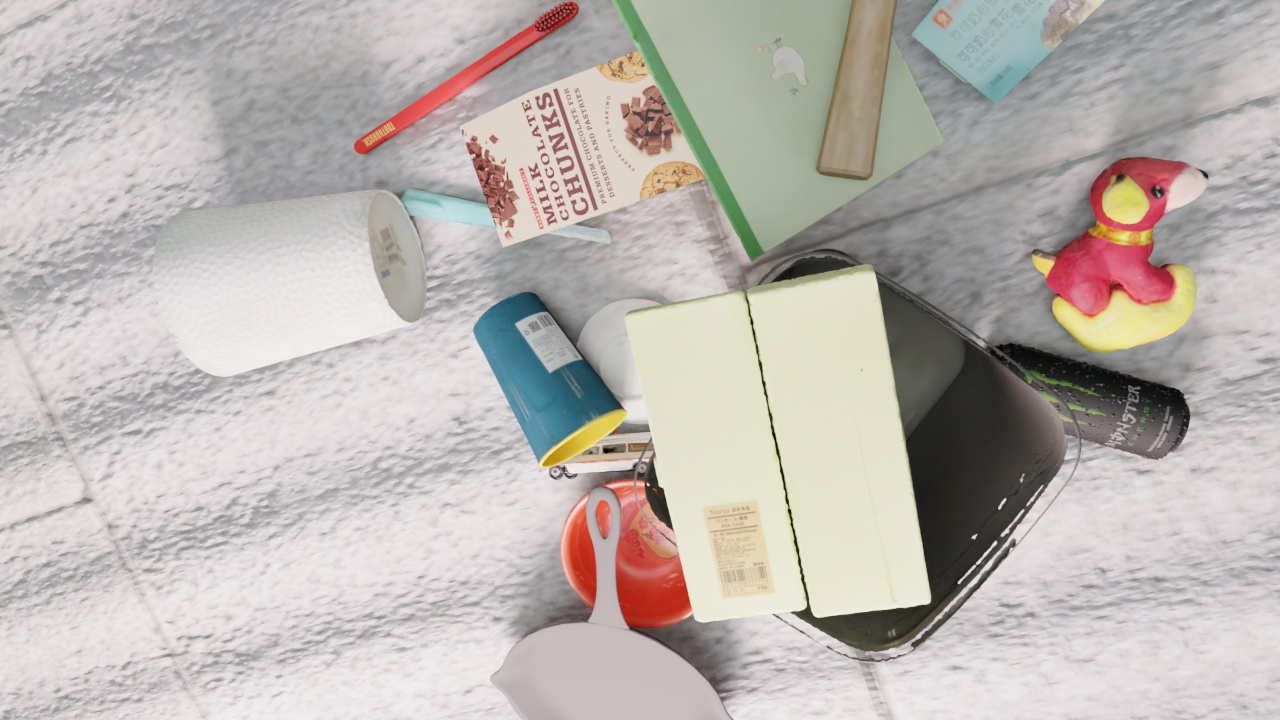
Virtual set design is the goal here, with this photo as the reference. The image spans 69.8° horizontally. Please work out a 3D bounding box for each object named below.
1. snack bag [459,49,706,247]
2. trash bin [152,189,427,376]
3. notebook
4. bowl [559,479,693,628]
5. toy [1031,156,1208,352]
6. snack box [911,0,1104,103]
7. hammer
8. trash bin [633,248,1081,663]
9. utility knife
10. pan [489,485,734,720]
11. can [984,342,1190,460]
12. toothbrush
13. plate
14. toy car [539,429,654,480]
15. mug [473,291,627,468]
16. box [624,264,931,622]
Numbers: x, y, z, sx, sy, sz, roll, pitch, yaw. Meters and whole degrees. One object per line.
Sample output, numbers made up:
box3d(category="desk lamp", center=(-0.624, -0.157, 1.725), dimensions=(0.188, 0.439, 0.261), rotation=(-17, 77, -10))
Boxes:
box3d(category="snack bag", center=(-0.024, -0.158, 0.663), dimensions=(0.207, 0.069, 0.094), rotation=(-16, 100, 15))
box3d(category="trash bin", center=(-0.262, -0.066, 0.712), dimensions=(0.161, 0.133, 0.133), rotation=(-10, 102, 9))
box3d(category="notebook", center=(0.081, -0.216, 0.600), dimensions=(0.181, 0.010, 0.252), rotation=(-32, 98, -21))
box3d(category="bowl", center=(0.002, 0.151, 0.753), dimensions=(0.130, 0.045, 0.130), rotation=(3, 106, 11))
box3d(category="toy", center=(0.323, -0.070, 0.623), dimensions=(0.106, 0.067, 0.137), rotation=(2, 117, 14))
box3d(category="snack box", center=(0.246, -0.240, 0.545), dimensions=(0.075, 0.053, 0.175), rotation=(40, 147, 0))
box3d(category="hammer", center=(0.155, -0.277, 0.572), dimensions=(0.117, 0.051, 0.323), rotation=(10, 96, 9))
box3d(category="trash bin", center=(0.133, 0.033, 0.601), dimensions=(0.197, 0.219, 0.198), rotation=(34, 109, 1))
box3d(category="utility knife", center=(-0.108, -0.111, 0.722), dimensions=(0.177, 0.015, 0.022), rotation=(12, 108, 11))
box3d(category="pan", center=(-0.023, 0.232, 0.748), dimensions=(0.217, 0.024, 0.355), rotation=(7, 125, 12))
box3d(category="can", center=(0.310, 0.028, 0.650), dimensions=(0.138, 0.053, 0.054), rotation=(16, 107, 7))
box3d(category="toothbrush", center=(-0.138, -0.213, 0.700), dimensions=(0.213, 0.017, 0.012), rotation=(-27, 98, 17))
box3d(category="plate", center=(-0.004, 0.004, 0.725), dimensions=(0.104, 0.026, 0.104), rotation=(3, 105, 12))
box3d(category="toy car", center=(-0.024, 0.076, 0.745), dimensions=(0.113, 0.039, 0.039), rotation=(-4, 83, 14))
box3d(category="mug", center=(-0.075, 0.011, 0.707), dimensions=(0.078, 0.078, 0.121), rotation=(-37, 77, 18))
box3d(category="box", center=(0.073, 0.051, 0.491), dimensions=(0.137, 0.024, 0.187), rotation=(-8, 103, 16))
